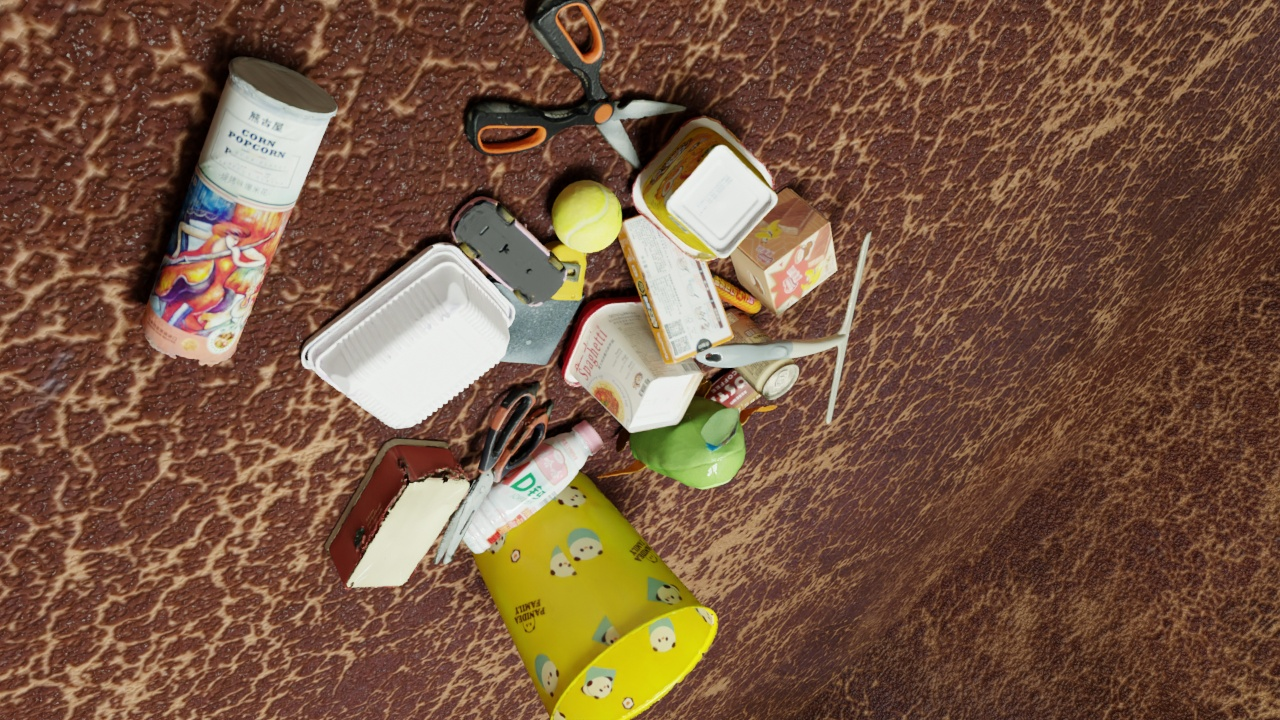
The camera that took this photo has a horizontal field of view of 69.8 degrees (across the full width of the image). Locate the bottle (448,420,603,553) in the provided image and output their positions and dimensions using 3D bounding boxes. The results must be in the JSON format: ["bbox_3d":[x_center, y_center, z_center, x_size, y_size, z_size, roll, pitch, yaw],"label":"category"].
[{"bbox_3d":[-0.133,0.143,1.081,0.196,0.068,0.068,-37,146,-11],"label":"bottle"}]

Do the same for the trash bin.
[{"bbox_3d":[-0.070,0.286,1.129,0.229,0.255,0.230,-25,143,-21],"label":"trash bin"}]

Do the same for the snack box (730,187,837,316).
[{"bbox_3d":[0.162,-0.124,1.054,0.094,0.077,0.093,-37,146,-6],"label":"snack box"}]

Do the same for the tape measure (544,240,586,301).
[{"bbox_3d":[-0.077,-0.087,0.892,0.057,0.029,0.060,-3,108,-41],"label":"tape measure"}]

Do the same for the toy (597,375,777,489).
[{"bbox_3d":[0.053,0.090,1.075,0.227,0.247,0.090,-26,104,-7],"label":"toy"}]

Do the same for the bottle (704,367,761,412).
[{"bbox_3d":[0.109,0.054,1.219,0.175,0.057,0.057,-39,146,-3],"label":"bottle"}]

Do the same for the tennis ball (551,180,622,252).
[{"bbox_3d":[-0.050,-0.133,0.849,0.065,0.065,0.066,-26,143,-21],"label":"tennis ball"}]

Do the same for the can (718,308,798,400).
[{"bbox_3d":[0.136,-0.009,1.122,0.058,0.116,0.059,-25,143,-21],"label":"can"}]

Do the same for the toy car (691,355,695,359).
[{"bbox_3d":[0.043,-0.019,1.088,0.052,0.045,0.121,15,120,-49],"label":"toy car"}]

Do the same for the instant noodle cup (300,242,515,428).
[{"bbox_3d":[-0.200,-0.009,0.837,0.173,0.060,0.138,-36,143,2],"label":"instant noodle cup"}]

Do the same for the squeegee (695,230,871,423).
[{"bbox_3d":[0.166,-0.017,1.027,0.246,0.039,0.247,-9,116,-35],"label":"squeegee"}]

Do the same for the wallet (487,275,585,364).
[{"bbox_3d":[-0.123,-0.037,0.929,0.120,0.019,0.097,5,126,-44],"label":"wallet"}]

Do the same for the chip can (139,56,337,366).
[{"bbox_3d":[-0.289,-0.101,0.651,0.071,0.071,0.215,5,126,-47],"label":"chip can"}]

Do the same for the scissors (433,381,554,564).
[{"bbox_3d":[-0.162,0.130,1.024,0.194,0.015,0.206,-25,132,-47],"label":"scissors"}]

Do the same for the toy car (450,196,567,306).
[{"bbox_3d":[-0.120,-0.099,0.834,0.056,0.037,0.122,-42,128,6],"label":"toy car"}]

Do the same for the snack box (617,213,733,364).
[{"bbox_3d":[0.035,-0.080,0.936,0.075,0.154,0.026,-23,-174,-23],"label":"snack box"}]

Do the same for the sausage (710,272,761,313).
[{"bbox_3d":[0.101,-0.083,1.090,0.021,0.021,0.165,-51,145,14],"label":"sausage"}]

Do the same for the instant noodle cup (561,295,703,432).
[{"bbox_3d":[-0.006,0.006,0.995,0.116,0.124,0.117,-7,133,-39],"label":"instant noodle cup"}]

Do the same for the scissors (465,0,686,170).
[{"bbox_3d":[-0.054,-0.221,0.791,0.224,0.021,0.221,-30,150,-12],"label":"scissors"}]

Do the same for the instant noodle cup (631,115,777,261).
[{"bbox_3d":[0.065,-0.155,0.855,0.116,0.123,0.116,40,99,-15],"label":"instant noodle cup"}]

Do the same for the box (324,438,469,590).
[{"bbox_3d":[-0.255,0.171,0.979,0.091,0.079,0.169,10,122,-48],"label":"box"}]
